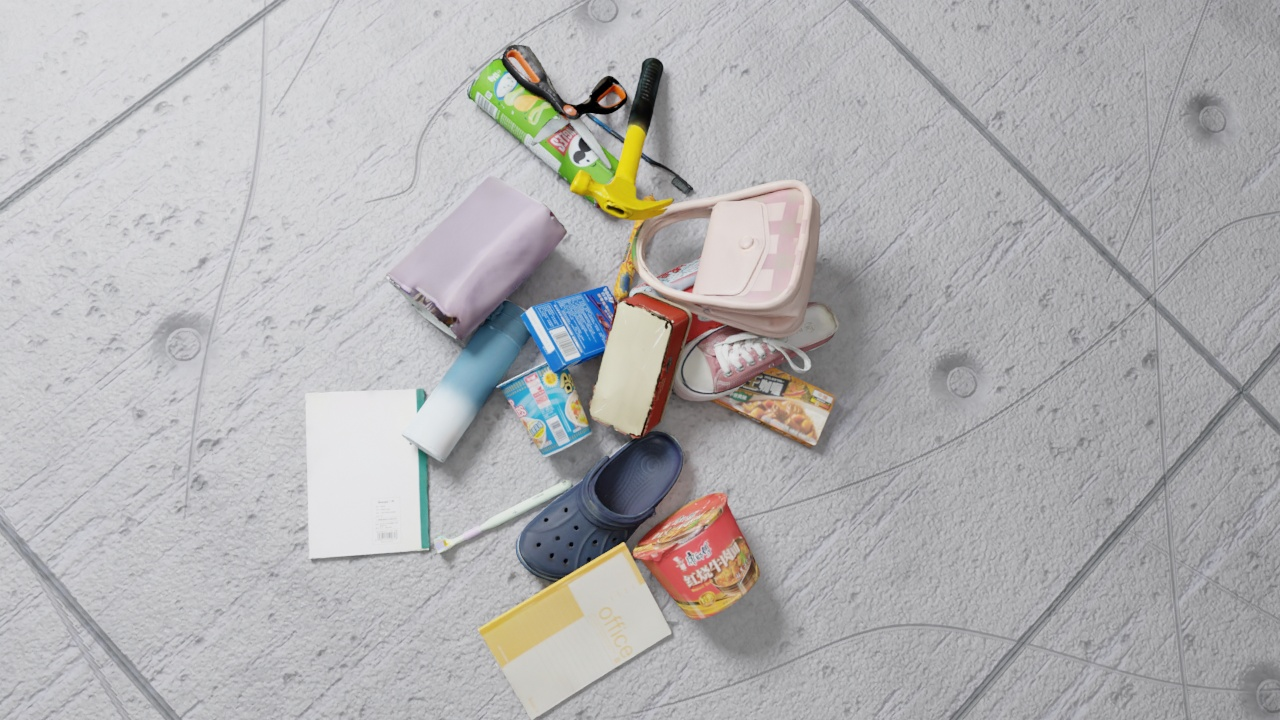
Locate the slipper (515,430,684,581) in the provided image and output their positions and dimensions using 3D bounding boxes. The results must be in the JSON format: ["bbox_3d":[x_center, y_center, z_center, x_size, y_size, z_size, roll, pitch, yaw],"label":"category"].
[{"bbox_3d":[-0.040,0.185,1.157,0.252,0.095,0.105,-39,84,-15],"label":"slipper"}]

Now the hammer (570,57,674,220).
[{"bbox_3d":[-0.005,-0.300,1.214,0.128,0.033,0.299,24,52,-17],"label":"hammer"}]

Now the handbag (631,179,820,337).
[{"bbox_3d":[0.104,-0.136,1.162,0.234,0.093,0.193,7,63,16],"label":"handbag"}]

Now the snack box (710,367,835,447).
[{"bbox_3d":[0.178,0.051,1.237,0.154,0.026,0.075,25,78,-1],"label":"snack box"}]

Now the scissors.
[{"bbox_3d":[-0.098,-0.345,1.222,0.221,0.022,0.232,41,45,3],"label":"scissors"}]

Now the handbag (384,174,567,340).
[{"bbox_3d":[-0.204,-0.128,1.169,0.196,0.145,0.098,-47,131,-10],"label":"handbag"}]

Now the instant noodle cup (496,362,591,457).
[{"bbox_3d":[-0.116,0.061,1.173,0.099,0.099,0.110,-26,90,-10],"label":"instant noodle cup"}]

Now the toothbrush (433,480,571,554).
[{"bbox_3d":[-0.174,0.198,1.177,0.189,0.029,0.020,-24,125,-11],"label":"toothbrush"}]

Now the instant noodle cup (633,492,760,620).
[{"bbox_3d":[0.076,0.247,1.144,0.137,0.138,0.108,-34,94,-11],"label":"instant noodle cup"}]

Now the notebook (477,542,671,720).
[{"bbox_3d":[-0.078,0.336,1.140,0.206,0.010,0.146,-29,107,-10],"label":"notebook"}]

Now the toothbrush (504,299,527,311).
[{"bbox_3d":[-0.134,-0.063,1.229,0.187,0.016,0.017,19,70,-3],"label":"toothbrush"}]

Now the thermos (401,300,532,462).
[{"bbox_3d":[-0.217,0.023,1.175,0.070,0.070,0.220,32,75,0],"label":"thermos"}]

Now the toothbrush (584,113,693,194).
[{"bbox_3d":[-0.005,-0.292,1.285,0.189,0.014,0.016,36,102,2],"label":"toothbrush"}]

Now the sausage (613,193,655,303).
[{"bbox_3d":[-0.008,-0.155,1.256,0.021,0.021,0.165,17,79,-3],"label":"sausage"}]

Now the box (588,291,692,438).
[{"bbox_3d":[-0.007,0.007,1.151,0.091,0.077,0.168,23,113,19],"label":"box"}]

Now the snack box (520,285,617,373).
[{"bbox_3d":[-0.076,-0.042,1.178,0.156,0.026,0.084,-22,80,-52],"label":"snack box"}]

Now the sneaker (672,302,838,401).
[{"bbox_3d":[0.151,-0.020,1.188,0.241,0.088,0.118,-21,81,-9],"label":"sneaker"}]

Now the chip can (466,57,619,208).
[{"bbox_3d":[-0.125,-0.308,1.244,0.236,0.072,0.072,41,78,2],"label":"chip can"}]

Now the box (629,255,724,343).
[{"bbox_3d":[0.088,-0.106,1.242,0.201,0.095,0.100,-26,46,-11],"label":"box"}]

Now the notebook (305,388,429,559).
[{"bbox_3d":[-0.348,0.142,1.170,0.150,0.012,0.209,-3,81,-8],"label":"notebook"}]
